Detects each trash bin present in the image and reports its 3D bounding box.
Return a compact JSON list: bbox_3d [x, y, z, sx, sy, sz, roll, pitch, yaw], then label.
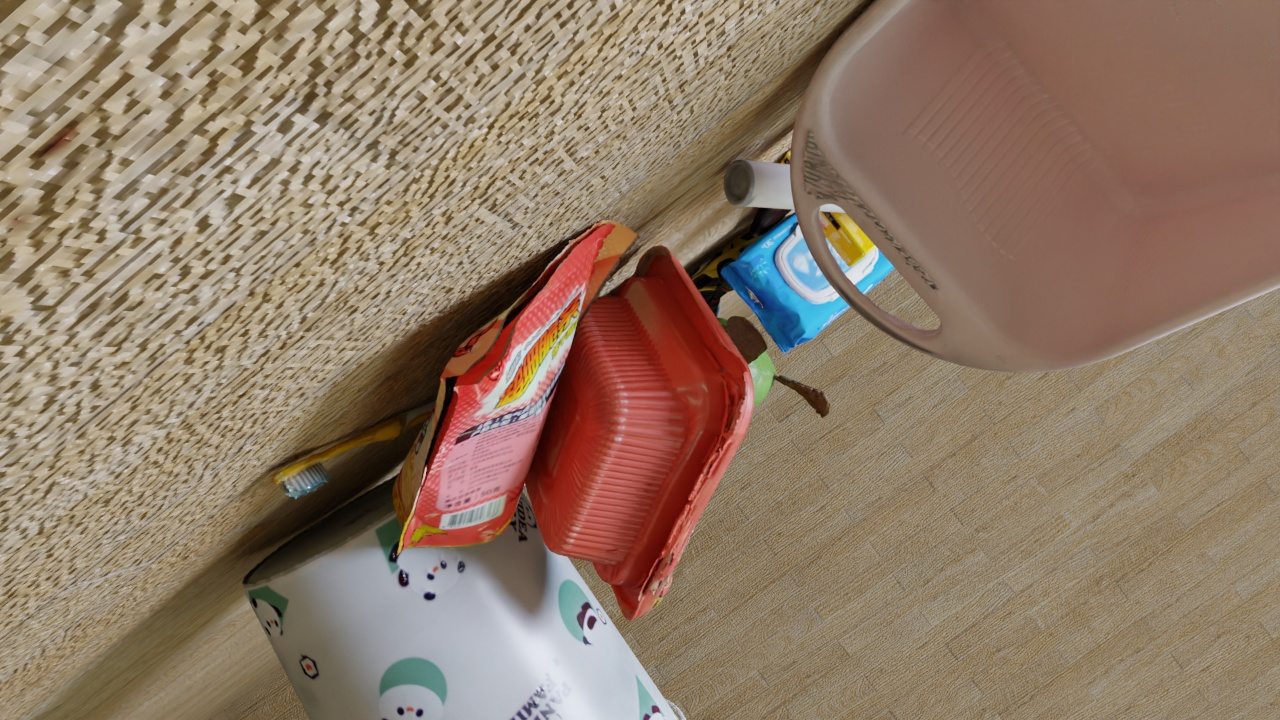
[{"bbox_3d":[-0.125,0.207,0.636,0.229,0.252,0.229,-28,-173,3],"label":"trash bin"}]

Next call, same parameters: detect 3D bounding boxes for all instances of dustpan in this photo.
[{"bbox_3d":[0.199,-0.097,0.385,0.138,0.222,0.274,-48,-172,-21],"label":"dustpan"}]

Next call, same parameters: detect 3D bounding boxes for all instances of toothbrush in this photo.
[{"bbox_3d":[-0.137,0.040,0.524,0.016,0.018,0.191,-37,177,25],"label":"toothbrush"},{"bbox_3d":[0.147,-0.104,0.571,0.220,0.026,0.027,-2,-165,-31],"label":"toothbrush"}]

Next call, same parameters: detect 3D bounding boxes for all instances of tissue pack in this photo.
[{"bbox_3d":[0.153,-0.085,0.773,0.157,0.095,0.052,-37,173,-14],"label":"tissue pack"}]

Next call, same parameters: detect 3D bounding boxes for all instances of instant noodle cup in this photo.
[{"bbox_3d":[-0.016,0.039,0.547,0.079,0.164,0.189,8,122,-28],"label":"instant noodle cup"}]

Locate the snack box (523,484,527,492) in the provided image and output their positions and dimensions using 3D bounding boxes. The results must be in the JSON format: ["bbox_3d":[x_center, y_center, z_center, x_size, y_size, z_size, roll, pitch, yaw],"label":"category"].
[{"bbox_3d":[-0.049,0.033,0.755,0.156,0.085,0.027,-35,-147,-17],"label":"snack box"}]

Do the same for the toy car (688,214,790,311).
[{"bbox_3d":[0.099,-0.094,0.844,0.155,0.041,0.071,-33,175,-25],"label":"toy car"}]

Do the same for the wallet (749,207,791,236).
[{"bbox_3d":[0.134,-0.144,0.748,0.096,0.020,0.122,-37,179,0],"label":"wallet"}]

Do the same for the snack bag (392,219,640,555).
[{"bbox_3d":[-0.075,0.024,0.477,0.128,0.073,0.208,-46,172,-40],"label":"snack bag"}]

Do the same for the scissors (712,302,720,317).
[{"bbox_3d":[0.068,-0.013,1.000,0.174,0.014,0.160,0,125,-23],"label":"scissors"}]

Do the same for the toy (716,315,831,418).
[{"bbox_3d":[0.045,0.011,0.867,0.247,0.227,0.089,-6,-118,39],"label":"toy"}]

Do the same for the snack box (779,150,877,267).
[{"bbox_3d":[0.173,-0.138,0.632,0.140,0.087,0.034,-36,176,-12],"label":"snack box"}]
